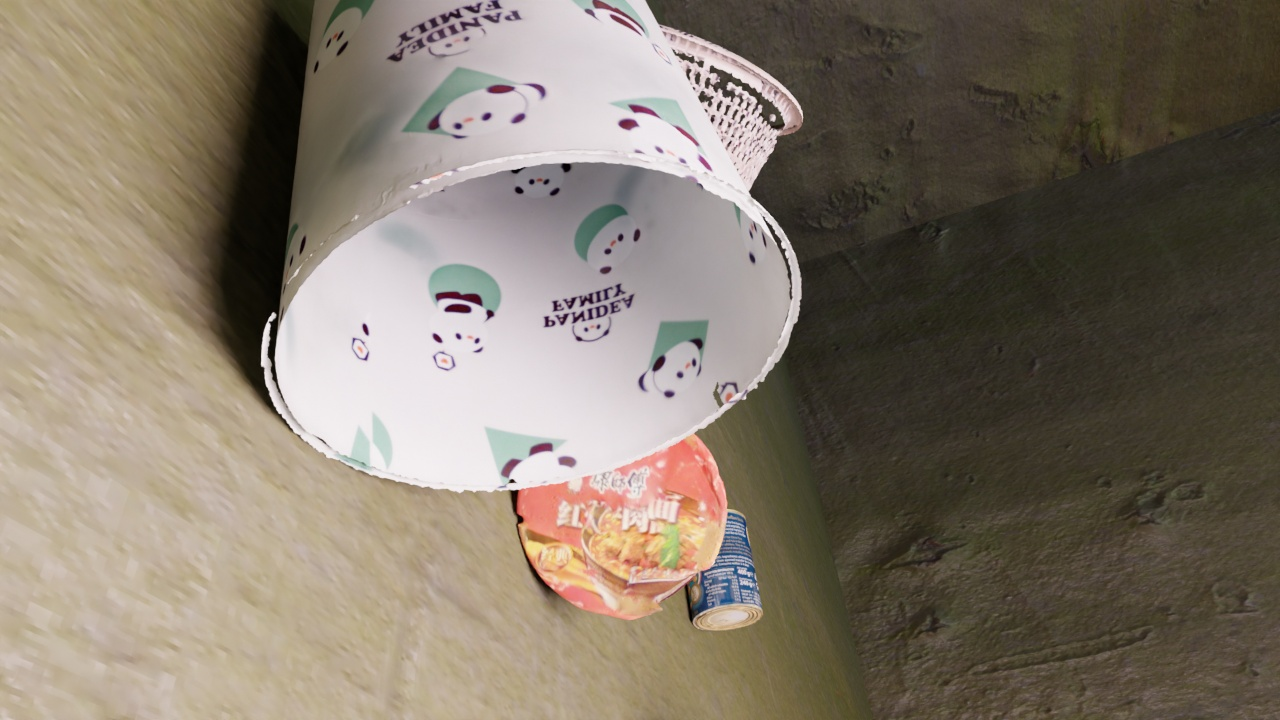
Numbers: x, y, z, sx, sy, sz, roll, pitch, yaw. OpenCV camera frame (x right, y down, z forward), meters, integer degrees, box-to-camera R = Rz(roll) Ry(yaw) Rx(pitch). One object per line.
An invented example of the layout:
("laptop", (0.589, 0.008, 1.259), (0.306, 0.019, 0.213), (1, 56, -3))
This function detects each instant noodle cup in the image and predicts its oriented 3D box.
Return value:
("instant noodle cup", (-0.009, 0.099, 0.646), (0.108, 0.138, 0.138), (32, 41, -83))

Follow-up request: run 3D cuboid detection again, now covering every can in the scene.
("can", (0.085, 0.225, 0.980), (0.075, 0.075, 0.111), (56, 21, -52))

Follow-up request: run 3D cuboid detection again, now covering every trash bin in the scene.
("trash bin", (0.013, -0.180, 0.866), (0.192, 0.227, 0.227), (-68, 164, 0))
("trash bin", (-0.066, -0.098, 0.467), (0.229, 0.230, 0.251), (55, 17, -54))
